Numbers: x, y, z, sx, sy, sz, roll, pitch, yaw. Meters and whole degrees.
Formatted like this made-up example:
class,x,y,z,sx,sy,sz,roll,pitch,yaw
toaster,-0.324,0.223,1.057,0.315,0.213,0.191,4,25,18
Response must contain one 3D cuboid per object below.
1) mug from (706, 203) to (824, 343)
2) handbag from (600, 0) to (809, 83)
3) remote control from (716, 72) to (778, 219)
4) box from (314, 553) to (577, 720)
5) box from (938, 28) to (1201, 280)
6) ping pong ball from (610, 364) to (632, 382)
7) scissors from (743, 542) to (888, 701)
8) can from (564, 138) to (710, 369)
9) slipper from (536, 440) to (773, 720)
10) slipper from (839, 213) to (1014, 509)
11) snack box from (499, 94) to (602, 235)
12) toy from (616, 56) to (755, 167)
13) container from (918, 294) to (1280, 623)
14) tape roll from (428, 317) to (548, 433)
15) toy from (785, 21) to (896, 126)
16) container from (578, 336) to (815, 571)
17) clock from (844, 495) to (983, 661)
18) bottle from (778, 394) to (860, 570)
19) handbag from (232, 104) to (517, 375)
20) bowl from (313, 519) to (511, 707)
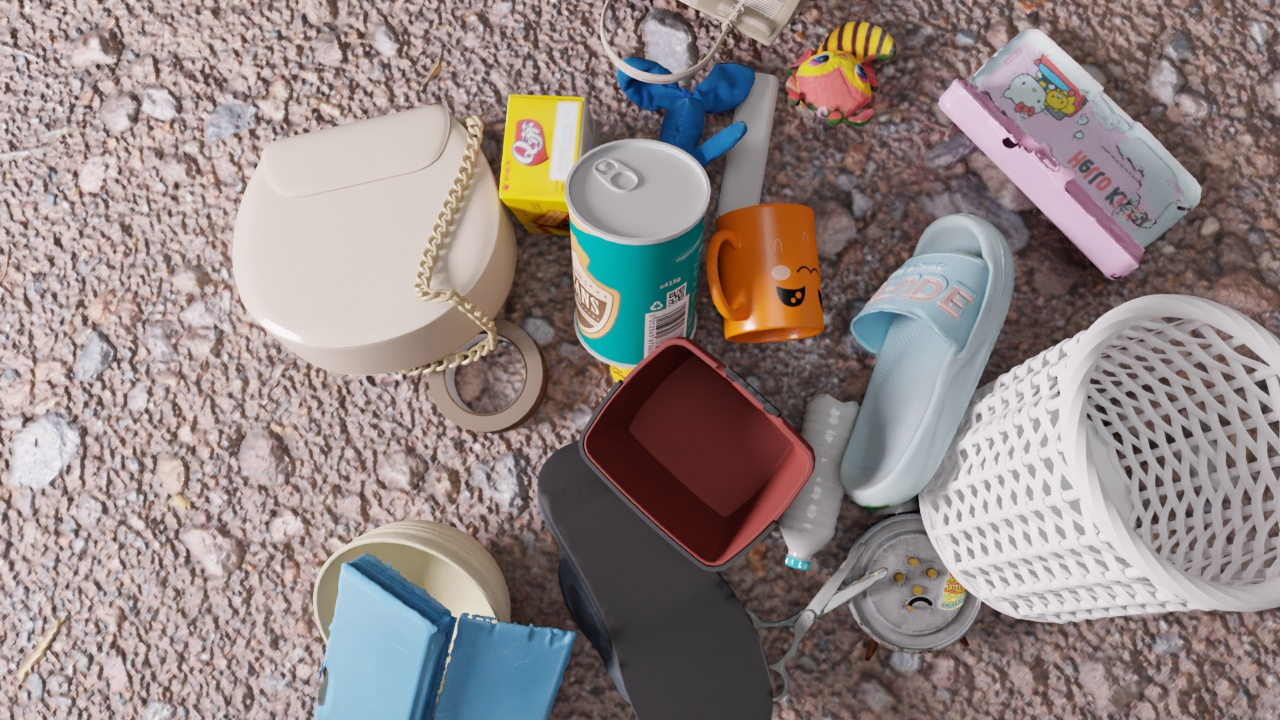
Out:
class,x,y,z,sx,sy,sz,roll,pitch,yaw
mug,0.089,-0.067,0.713,0.078,0.112,0.096,-11,80,46
handbag,0.040,-0.304,0.744,0.175,0.062,0.197,29,72,6
remote control,0.091,-0.179,0.771,0.033,0.012,0.131,10,84,4
box,-0.157,0.264,0.664,0.175,0.060,0.232,19,115,4
box,0.343,-0.170,0.725,0.102,0.111,0.201,-45,82,23
ping pong ball,-0.004,0.004,0.742,0.040,0.040,0.040,0,83,3
scissors,0.128,0.209,0.698,0.153,0.014,0.130,-17,85,30
can,-0.003,-0.076,0.683,0.099,0.144,0.099,0,54,-1
slipper,0.004,0.188,0.704,0.108,0.084,0.265,-23,66,-22
slipper,0.200,-0.009,0.679,0.074,0.104,0.245,30,73,-19
snack box,-0.067,-0.152,0.730,0.061,0.106,0.083,3,83,6
toy,0.024,-0.173,0.746,0.113,0.071,0.176,14,87,1
container,0.315,0.077,0.618,0.189,0.187,0.189,4,71,-11
tape roll,-0.124,0.013,0.752,0.094,0.030,0.093,0,83,3
toy,0.164,-0.236,0.758,0.084,0.046,0.103,29,75,28
container,0.042,0.062,0.645,0.148,0.200,0.127,42,97,6
clock,0.204,0.155,0.705,0.104,0.056,0.148,-9,85,2
bottle,0.139,0.096,0.721,0.044,0.044,0.136,14,84,5
handbag,-0.209,-0.098,0.723,0.211,0.103,0.208,-12,68,2
bowl,-0.162,0.181,0.702,0.151,0.075,0.151,5,114,12
